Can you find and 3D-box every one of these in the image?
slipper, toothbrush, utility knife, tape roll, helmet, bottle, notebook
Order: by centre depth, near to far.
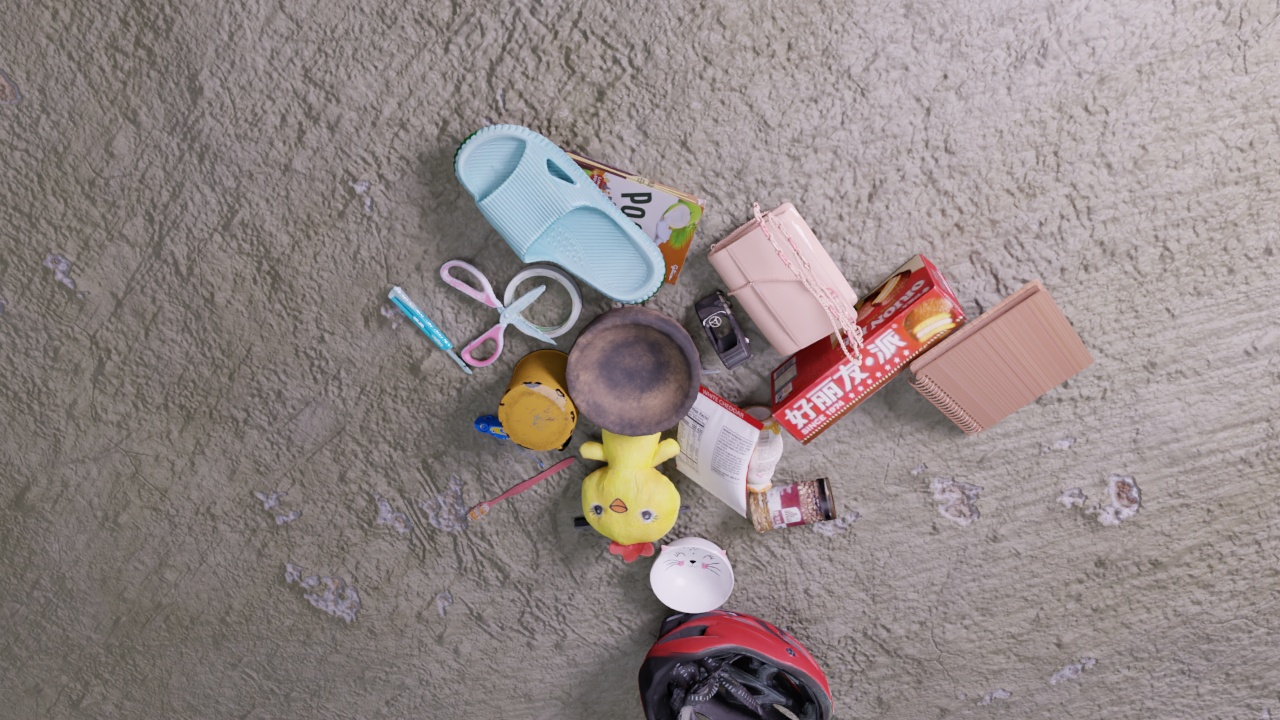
[{"bbox_3d":[-0.088,-0.156,1.026,0.276,0.069,0.116,39,111,-12],"label":"slipper"},{"bbox_3d":[0.409,0.007,1.041,0.169,0.022,0.210,-37,140,20],"label":"notebook"},{"bbox_3d":[-0.120,-0.073,1.134,0.094,0.018,0.094,3,116,5],"label":"tape roll"},{"bbox_3d":[0.149,0.114,1.166,0.063,0.063,0.109,0,116,7],"label":"bottle"},{"bbox_3d":[-0.264,-0.038,1.171,0.022,0.015,0.149,-29,111,36],"label":"utility knife"},{"bbox_3d":[0.199,0.189,1.201,0.105,0.056,0.056,-12,114,13],"label":"bottle"},{"bbox_3d":[-0.165,0.176,1.263,0.185,0.015,0.015,-30,102,18],"label":"toothbrush"},{"bbox_3d":[-0.012,0.216,1.264,0.167,0.012,0.013,-9,106,11],"label":"toothbrush"},{"bbox_3d":[0.133,0.450,1.275,0.272,0.166,0.218,19,116,-2],"label":"helmet"}]

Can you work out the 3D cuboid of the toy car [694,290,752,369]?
[{"bbox_3d":[0.098,-0.036,1.099,0.040,0.037,0.092,-30,76,21],"label":"toy car"}]

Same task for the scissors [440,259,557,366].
[{"bbox_3d":[-0.185,-0.063,1.134,0.171,0.013,0.175,-33,100,35],"label":"scissors"}]

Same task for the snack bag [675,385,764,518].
[{"bbox_3d":[0.093,0.110,1.150,0.131,0.039,0.144,32,130,38],"label":"snack bag"}]

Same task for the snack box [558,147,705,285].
[{"bbox_3d":[-0.029,-0.168,1.069,0.186,0.031,0.101,19,117,-3],"label":"snack box"}]

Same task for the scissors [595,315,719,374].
[{"bbox_3d":[0.017,-0.014,1.149,0.121,0.014,0.160,-26,113,19],"label":"scissors"}]

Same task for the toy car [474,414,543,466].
[{"bbox_3d":[-0.174,0.109,1.218,0.092,0.033,0.062,5,110,5],"label":"toy car"}]

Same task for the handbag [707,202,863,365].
[{"bbox_3d":[0.143,-0.074,1.006,0.117,0.186,0.199,-31,105,26],"label":"handbag"}]

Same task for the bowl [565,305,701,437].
[{"bbox_3d":[-0.006,0.006,1.112,0.162,0.070,0.162,2,116,4],"label":"bowl"}]

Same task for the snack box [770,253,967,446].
[{"bbox_3d":[0.256,-0.013,1.064,0.060,0.113,0.237,43,113,-13],"label":"snack box"}]

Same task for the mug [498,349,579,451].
[{"bbox_3d":[-0.118,0.061,1.156,0.101,0.094,0.124,-18,112,15],"label":"mug"}]

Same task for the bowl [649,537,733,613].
[{"bbox_3d":[0.072,0.288,1.267,0.115,0.050,0.115,3,116,6],"label":"bowl"}]

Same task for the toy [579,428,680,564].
[{"bbox_3d":[-0.011,0.155,1.196,0.134,0.092,0.208,3,107,18],"label":"toy"}]
